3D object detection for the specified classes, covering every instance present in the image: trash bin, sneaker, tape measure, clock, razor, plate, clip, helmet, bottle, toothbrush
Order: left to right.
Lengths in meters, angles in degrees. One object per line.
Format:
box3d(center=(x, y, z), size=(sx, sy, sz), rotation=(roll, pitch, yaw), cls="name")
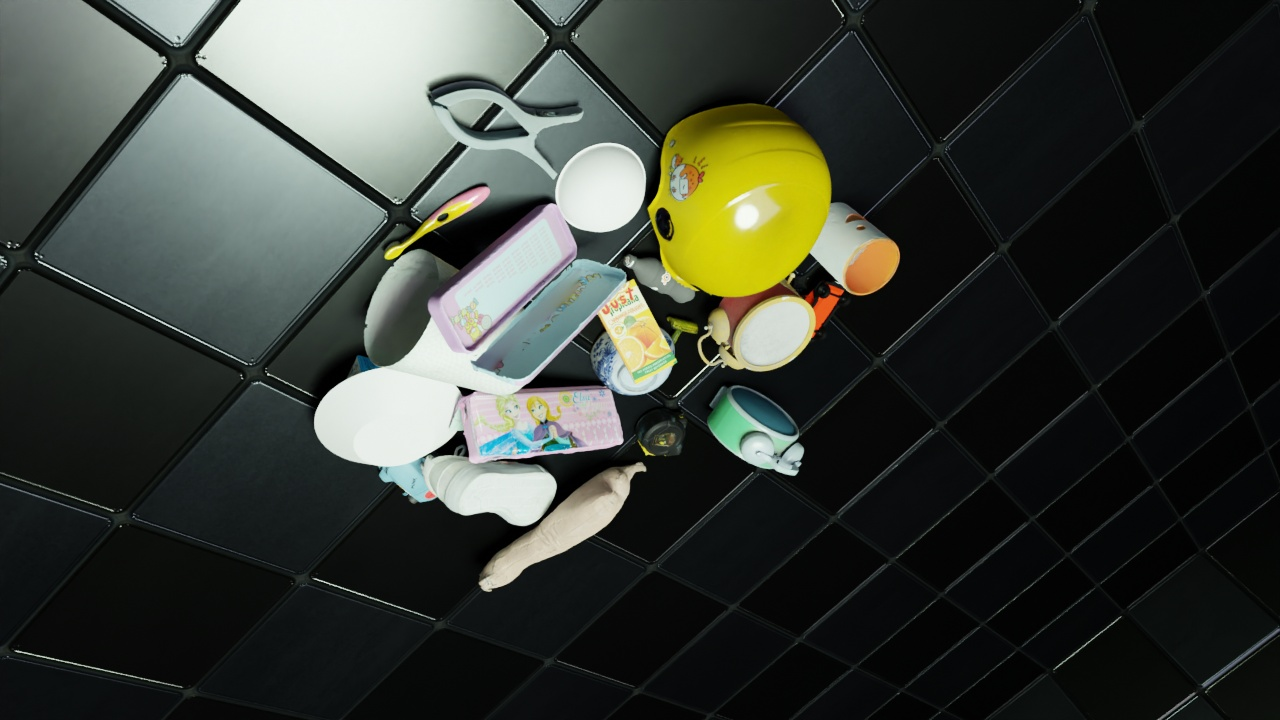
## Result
box3d(center=(-0.291, 0.081, 1.083), size=(0.174, 0.036, 0.174), rotation=(-12, 139, -11), cls="plate")
box3d(center=(-0.222, -0.151, 0.998), size=(0.135, 0.016, 0.021), rotation=(-34, 132, -2), cls="toothbrush")
box3d(center=(-0.203, -0.032, 1.029), size=(0.161, 0.133, 0.133), rotation=(25, 112, -44), cls="trash bin")
box3d(center=(-0.198, 0.160, 1.216), size=(0.089, 0.091, 0.242), rotation=(-62, 154, 1), cls="sneaker")
box3d(center=(-0.144, -0.239, 0.959), size=(0.162, 0.027, 0.091), rotation=(3, 126, -28), cls="clip")
box3d(center=(0.023, -0.105, 1.143), size=(0.109, 0.036, 0.036), rotation=(23, 113, -38), cls="bottle")
box3d(center=(0.030, 0.104, 1.311), size=(0.072, 0.042, 0.072), rotation=(-3, 130, -22), cls="tape measure")
box3d(center=(0.034, -0.012, 1.235), size=(0.042, 0.026, 0.106), rotation=(10, 125, -35), cls="razor")
box3d(center=(0.146, -0.049, 1.221), size=(0.159, 0.081, 0.117), rotation=(-30, 134, -1), cls="clock")
box3d(center=(0.128, -0.166, 1.058), size=(0.208, 0.139, 0.240), rotation=(-5, 118, -24), cls="helmet")
box3d(center=(0.167, 0.109, 1.302), size=(0.121, 0.161, 0.075), rotation=(17, 115, -36), cls="clock")

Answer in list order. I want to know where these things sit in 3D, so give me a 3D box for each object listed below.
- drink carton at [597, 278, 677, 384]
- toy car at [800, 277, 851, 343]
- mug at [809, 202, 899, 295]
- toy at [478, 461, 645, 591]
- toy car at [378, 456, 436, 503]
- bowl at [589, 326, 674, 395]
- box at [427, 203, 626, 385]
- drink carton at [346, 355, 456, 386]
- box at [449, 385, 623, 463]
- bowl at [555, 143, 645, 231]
box3d(center=(-0.010, -0.039, 1.136), size=(0.058, 0.041, 0.122), rotation=(-28, 95, -2), cls="drink carton")
box3d(center=(0.243, -0.071, 1.273), size=(0.051, 0.048, 0.100), rotation=(15, 117, -34), cls="toy car")
box3d(center=(0.272, -0.146, 1.189), size=(0.082, 0.105, 0.082), rotation=(-14, 131, -17), cls="mug")
box3d(center=(-0.116, 0.243, 1.325), size=(0.265, 0.065, 0.195), rotation=(-37, 177, 26), cls="toy")
box3d(center=(-0.293, 0.156, 1.197), size=(0.060, 0.027, 0.108), rotation=(-34, 133, 2), cls="toy car")
box3d(center=(-0.007, 0.007, 1.194), size=(0.114, 0.045, 0.114), rotation=(-5, 130, -7), cls="bowl")
box3d(center=(-0.119, -0.069, 0.988), size=(0.213, 0.140, 0.062), rotation=(-49, -178, -39), cls="box")
box3d(center=(-0.281, 0.029, 1.093), size=(0.128, 0.038, 0.044), rotation=(15, 117, -36), cls="drink carton")
box3d(center=(-0.137, 0.085, 1.168), size=(0.229, 0.084, 0.091), rotation=(-2, 162, -45), cls="box")
box3d(center=(-0.038, -0.187, 1.043), size=(0.109, 0.040, 0.110), rotation=(-14, 131, -17), cls="bowl")
